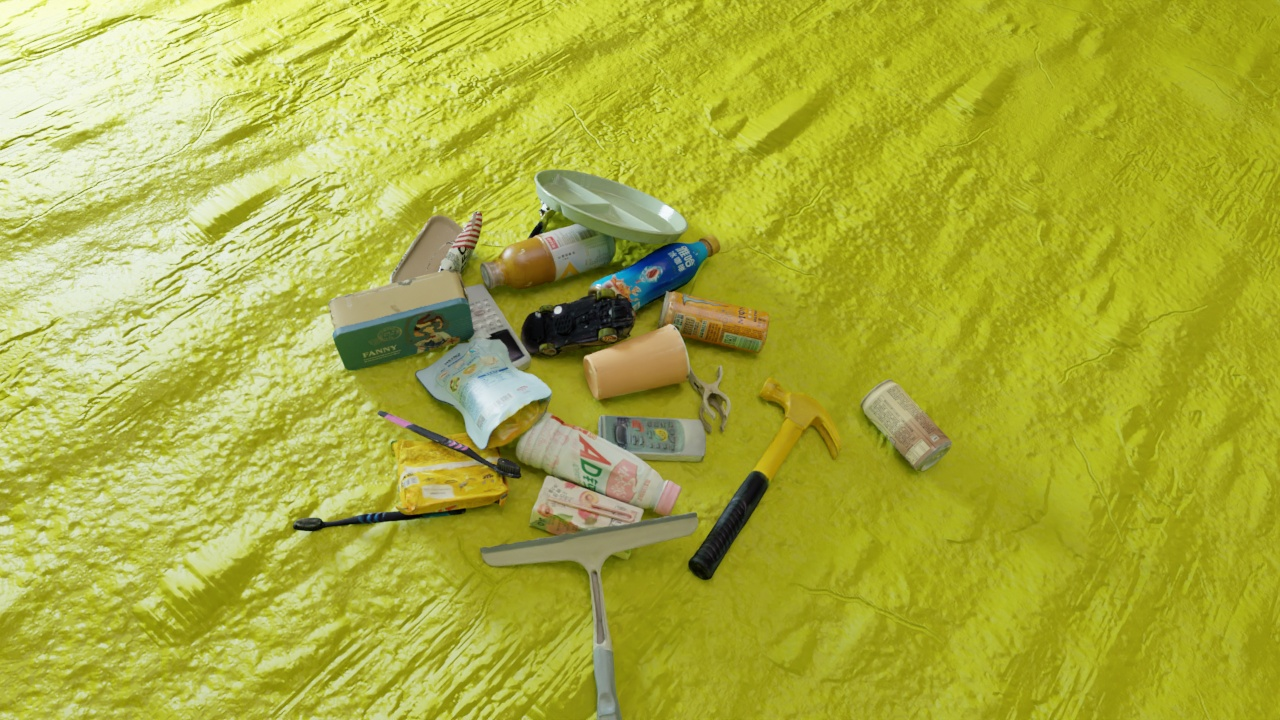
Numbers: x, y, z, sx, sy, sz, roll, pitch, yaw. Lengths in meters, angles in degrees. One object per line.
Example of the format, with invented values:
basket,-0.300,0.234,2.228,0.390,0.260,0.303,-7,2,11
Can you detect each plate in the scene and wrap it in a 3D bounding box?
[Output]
plate,-0.043,-0.219,1.313,0.230,0.028,0.229,17,23,-8

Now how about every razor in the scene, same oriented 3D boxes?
razor,-0.149,-0.192,1.336,0.043,0.022,0.142,3,51,26

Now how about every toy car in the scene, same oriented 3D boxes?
toy car,-0.083,-0.046,1.200,0.158,0.042,0.070,-10,64,18

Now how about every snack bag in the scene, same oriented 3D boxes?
snack bag,-0.191,0.030,1.112,0.110,0.039,0.191,-44,45,-8

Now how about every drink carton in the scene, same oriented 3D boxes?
drink carton,-0.061,0.180,1.056,0.122,0.046,0.053,19,51,3

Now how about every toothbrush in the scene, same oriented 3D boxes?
toothbrush,-0.221,0.093,1.057,0.189,0.018,0.014,23,36,10
toothbrush,-0.293,0.177,1.035,0.189,0.016,0.014,-3,55,-14

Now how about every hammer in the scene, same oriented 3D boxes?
hammer,0.147,0.147,1.129,0.129,0.033,0.299,31,54,14

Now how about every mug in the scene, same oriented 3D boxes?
mug,-0.007,0.007,1.183,0.122,0.078,0.078,-17,58,-15

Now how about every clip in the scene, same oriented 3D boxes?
clip,0.093,0.047,1.196,0.072,0.035,0.100,-2,46,-12

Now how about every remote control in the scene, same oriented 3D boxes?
remote control,0.014,0.097,1.149,0.135,0.019,0.056,4,53,-8
remote control,-0.202,-0.040,1.212,0.058,0.021,0.150,-23,60,-25

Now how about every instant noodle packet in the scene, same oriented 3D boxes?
instant noodle packet,-0.223,0.131,1.063,0.128,0.044,0.110,-5,45,-18

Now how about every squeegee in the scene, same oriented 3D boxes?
squeegee,-0.041,0.301,0.974,0.246,0.039,0.246,-11,60,3

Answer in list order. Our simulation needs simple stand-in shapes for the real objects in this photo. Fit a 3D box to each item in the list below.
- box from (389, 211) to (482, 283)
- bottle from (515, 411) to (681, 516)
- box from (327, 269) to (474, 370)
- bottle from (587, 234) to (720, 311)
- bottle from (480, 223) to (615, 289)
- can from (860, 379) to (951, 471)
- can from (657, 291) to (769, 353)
box,-0.276,-0.145,1.243,0.086,0.076,0.161,18,52,1
bottle,-0.048,0.127,1.087,0.197,0.068,0.068,25,53,5
box,-0.304,-0.050,1.149,0.184,0.090,0.062,-19,60,-12
bottle,0.026,-0.122,1.287,0.218,0.065,0.065,-32,65,-29
bottle,-0.128,-0.143,1.273,0.189,0.068,0.068,-20,59,-23
can,0.345,0.084,1.196,0.058,0.059,0.116,-24,62,-26
can,0.100,-0.053,1.254,0.146,0.058,0.058,13,52,-1
